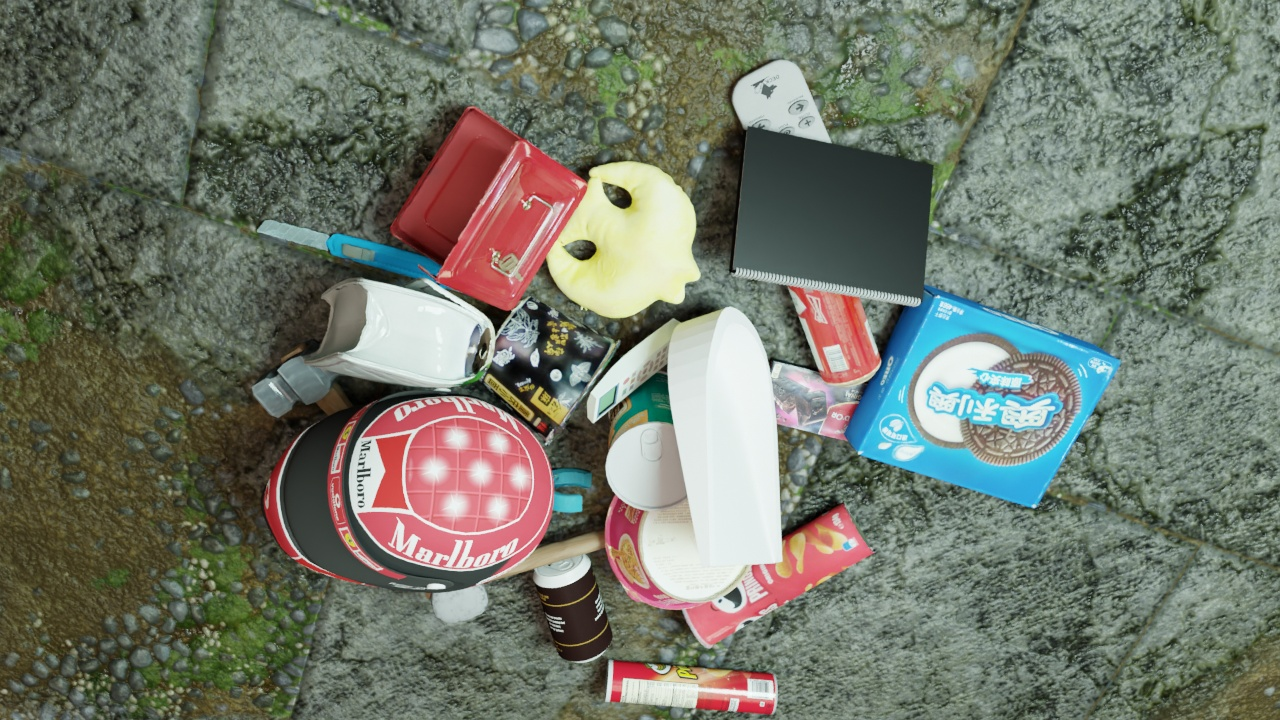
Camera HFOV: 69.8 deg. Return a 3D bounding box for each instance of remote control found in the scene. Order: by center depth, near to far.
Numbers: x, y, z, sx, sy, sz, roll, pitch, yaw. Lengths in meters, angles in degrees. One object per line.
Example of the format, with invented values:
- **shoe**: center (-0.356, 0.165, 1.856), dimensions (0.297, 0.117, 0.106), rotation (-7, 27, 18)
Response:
- **remote control**: center (0.151, -0.227, 0.936), dimensions (0.074, 0.019, 0.151), rotation (-26, 109, 9)
- **remote control**: center (-0.006, 0.006, 0.976), dimensions (0.024, 0.143, 0.050), rotation (41, 150, 19)

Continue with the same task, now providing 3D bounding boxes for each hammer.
- **hammer**: center (-0.295, 0.115, 1.053), dimensions (0.117, 0.051, 0.323), rotation (-30, 111, 8)
- **hammer**: center (-0.088, 0.219, 1.066), dimensions (0.328, 0.098, 0.052), rotation (-14, 112, -10)

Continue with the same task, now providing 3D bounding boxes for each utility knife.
- **utility knife**: center (-0.296, -0.114, 0.980), dimensions (0.225, 0.015, 0.031), rotation (15, 106, -5)

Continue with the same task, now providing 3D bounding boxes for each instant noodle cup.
- **instant noodle cup**: center (-0.104, 0.005, 0.971), dimensions (0.112, 0.137, 0.137), rotation (34, 107, -3)
- **instant noodle cup**: center (0.055, 0.196, 1.029), dimensions (0.178, 0.078, 0.178), rotation (1, 86, -15)

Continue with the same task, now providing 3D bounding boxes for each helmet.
- **helmet**: center (-0.216, 0.129, 0.913), dimensions (0.270, 0.225, 0.197), rotation (9, 70, -31)

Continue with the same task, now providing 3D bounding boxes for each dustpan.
- **dustpan**: center (0.101, 0.075, 0.940), dimensions (0.053, 0.191, 0.257), rotation (-18, 72, 25)

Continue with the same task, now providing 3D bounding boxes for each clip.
- **clip**: center (-0.110, 0.139, 1.074), dimensions (0.130, 0.120, 0.031), rotation (14, 118, 25)

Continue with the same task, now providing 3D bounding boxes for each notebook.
- **notebook**: center (0.194, -0.142, 0.920), dimensions (0.206, 0.016, 0.149), rotation (8, 84, -14)

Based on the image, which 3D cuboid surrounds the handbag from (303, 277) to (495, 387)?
- **handbag**: center (-0.238, -0.024, 0.906), dimensions (0.141, 0.199, 0.096), rotation (15, 80, -30)

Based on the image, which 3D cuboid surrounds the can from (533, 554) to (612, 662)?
- **can**: center (-0.081, 0.296, 1.109), dimensions (0.072, 0.071, 0.129), rotation (-13, 111, 4)

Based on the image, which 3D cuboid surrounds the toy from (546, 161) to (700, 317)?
- **toy**: center (-0.012, -0.117, 0.955), dimensions (0.155, 0.064, 0.171), rotation (33, 107, -6)

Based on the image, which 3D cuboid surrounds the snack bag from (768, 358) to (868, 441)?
- **snack bag**: center (0.209, 0.049, 1.047), dimensions (0.155, 0.018, 0.075), rotation (14, 110, -8)

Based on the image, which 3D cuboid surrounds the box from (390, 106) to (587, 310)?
- **box**: center (-0.157, -0.155, 0.913), dimensions (0.157, 0.156, 0.147), rotation (-56, 145, 5)

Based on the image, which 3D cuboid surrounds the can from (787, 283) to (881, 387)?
- **can**: center (0.202, -0.055, 0.978), dimensions (0.067, 0.067, 0.170), rotation (-21, 110, 7)

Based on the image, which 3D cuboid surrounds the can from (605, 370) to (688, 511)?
- **can**: center (0.014, 0.082, 0.989), dimensions (0.099, 0.143, 0.099), rotation (0, 111, -1)

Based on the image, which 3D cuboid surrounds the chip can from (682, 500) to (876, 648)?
- **chip can**: center (0.162, 0.256, 1.097), dimensions (0.233, 0.073, 0.073), rotation (-33, 108, 10)

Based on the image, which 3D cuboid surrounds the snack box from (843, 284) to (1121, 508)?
- **snack box**: center (0.373, 0.042, 1.016), dimensions (0.238, 0.056, 0.196), rotation (17, 109, -12)

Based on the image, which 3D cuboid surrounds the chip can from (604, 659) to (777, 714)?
- **chip can**: center (0.064, 0.416, 1.169), dimensions (0.214, 0.051, 0.052), rotation (6, 111, -3)
